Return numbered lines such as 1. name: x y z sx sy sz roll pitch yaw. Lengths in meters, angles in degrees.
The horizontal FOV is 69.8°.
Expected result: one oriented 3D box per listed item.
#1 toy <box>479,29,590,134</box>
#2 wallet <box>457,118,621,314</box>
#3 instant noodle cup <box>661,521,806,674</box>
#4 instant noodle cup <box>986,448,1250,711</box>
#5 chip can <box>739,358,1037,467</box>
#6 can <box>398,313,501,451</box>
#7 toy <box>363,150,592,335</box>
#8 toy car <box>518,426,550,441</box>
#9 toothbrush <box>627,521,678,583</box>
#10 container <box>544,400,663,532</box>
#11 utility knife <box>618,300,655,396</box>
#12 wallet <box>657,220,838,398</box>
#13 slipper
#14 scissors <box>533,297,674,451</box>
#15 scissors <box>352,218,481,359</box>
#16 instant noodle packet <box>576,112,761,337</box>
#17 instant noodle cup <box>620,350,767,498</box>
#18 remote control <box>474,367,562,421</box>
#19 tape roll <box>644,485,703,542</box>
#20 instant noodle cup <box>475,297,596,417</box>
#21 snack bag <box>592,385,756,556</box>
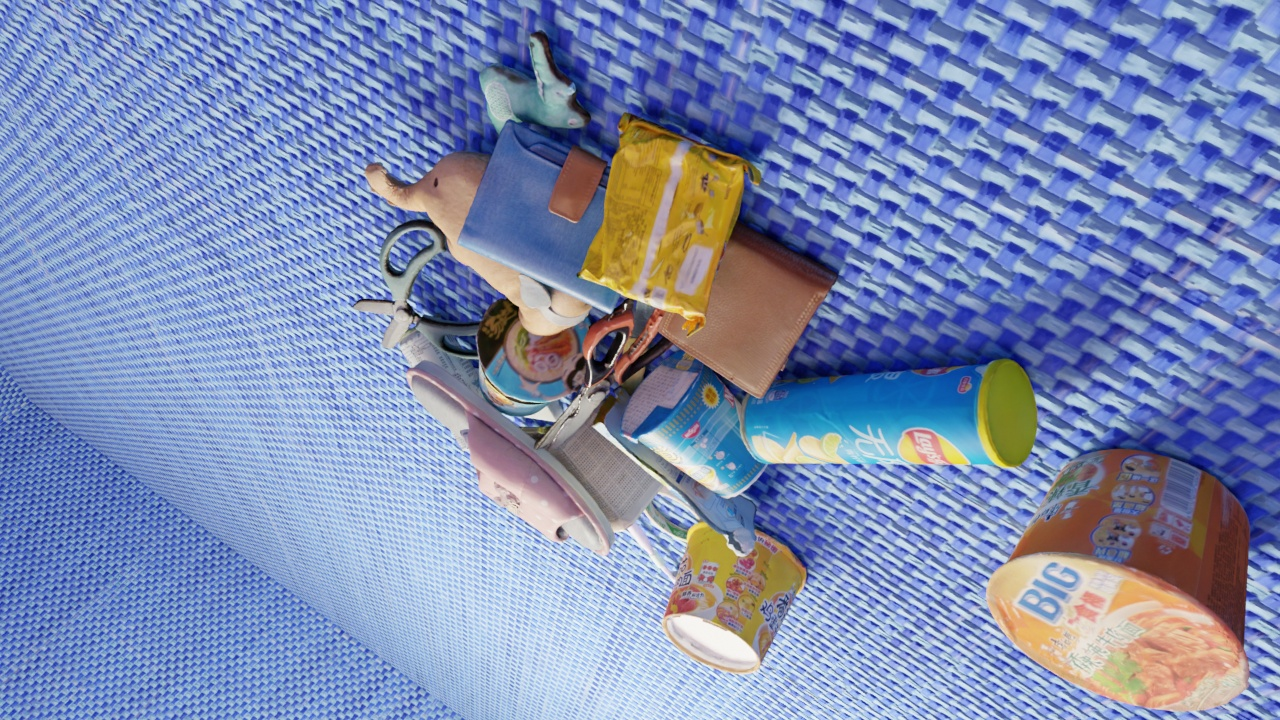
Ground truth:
1. toy: -0.079 -0.196 0.667 0.092 0.030 0.096 15 143 25
2. wallet: -0.059 -0.107 0.689 0.133 0.040 0.106 25 107 -7
3. instant noodle cup: 0.092 0.251 0.959 0.138 0.109 0.138 19 142 15
4. instant noodle cup: 0.323 0.138 0.606 0.151 0.111 0.152 26 145 19
5. chip can: 0.173 0.042 0.673 0.211 0.071 0.071 -6 127 48
6. can: -0.206 0.025 1.008 0.058 0.058 0.147 -23 99 54
7. toy: -0.128 -0.115 0.768 0.226 0.082 0.144 40 136 3
8. toy car: -0.117 0.096 1.051 0.035 0.042 0.091 6 173 -44
9. toothbrush: -0.002 0.201 1.089 0.189 0.021 0.029 53 177 -19
10. container: -0.045 0.110 0.957 0.111 0.090 0.090 51 146 -13
11. utility knife: -0.005 0.005 0.850 0.031 0.022 0.220 29 153 13
12. wallet: 0.077 -0.041 0.685 0.101 0.032 0.125 34 132 10
13. slipper: -0.138 0.104 0.915 0.274 0.054 0.114 41 154 7
14. scissors: -0.043 0.017 0.793 0.015 0.207 0.193 65 -175 28
15. scissors: -0.201 -0.056 0.932 0.179 0.019 0.171 27 125 -12
16. instant noodle packet: 0.017 -0.093 0.638 0.111 0.044 0.129 26 112 21
17. instant noodle cup: 0.054 0.061 0.801 0.110 0.099 0.099 42 149 -21
18. remote control: -0.153 0.038 1.034 0.150 0.021 0.058 4 134 41
19. tape roll: 0.039 0.169 1.013 0.086 0.013 0.086 26 145 19
20. instant noodle cup: -0.109 0.004 0.880 0.111 0.111 0.121 39 155 -1
21. snack bag: 0.038 0.104 0.858 0.191 0.039 0.110 42 -173 -7
